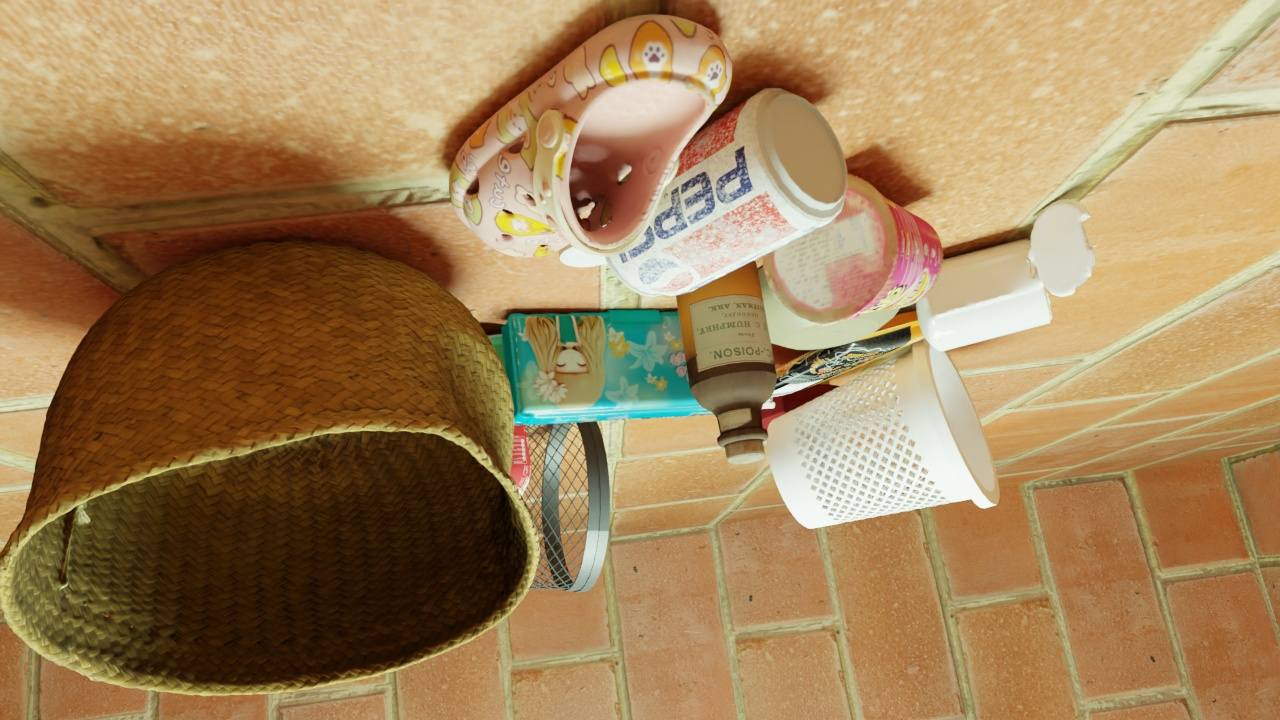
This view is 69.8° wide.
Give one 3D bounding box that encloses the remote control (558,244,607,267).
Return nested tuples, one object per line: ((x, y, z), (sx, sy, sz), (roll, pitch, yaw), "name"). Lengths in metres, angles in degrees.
((0.010, -0.087, 0.640), (0.136, 0.013, 0.043), (-10, 164, 8), "remote control")

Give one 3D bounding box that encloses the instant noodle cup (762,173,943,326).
((0.154, -0.073, 0.631), (0.098, 0.097, 0.108), (-21, 168, 39), "instant noodle cup")

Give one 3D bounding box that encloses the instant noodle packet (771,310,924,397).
((0.211, -0.005, 0.951), (0.159, 0.032, 0.221), (-14, 170, -35), "instant noodle packet")

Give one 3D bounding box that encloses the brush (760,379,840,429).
((0.178, 0.057, 1.166), (0.082, 0.041, 0.174), (4, 160, -36), "brush")

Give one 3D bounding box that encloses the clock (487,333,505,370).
((-0.134, 0.017, 0.838), (0.161, 0.075, 0.122), (-13, 168, -29), "clock")

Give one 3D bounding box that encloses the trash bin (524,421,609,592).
((-0.178, 0.164, 1.074), (0.227, 0.217, 0.218), (2, 162, -20), "trash bin")

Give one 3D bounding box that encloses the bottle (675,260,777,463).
((0.069, 0.001, 0.710), (0.068, 0.156, 0.068), (-7, 164, -2), "bottle")

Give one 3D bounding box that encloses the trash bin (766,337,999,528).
((0.260, 0.095, 1.020), (0.200, 0.195, 0.195), (-24, 159, 27), "trash bin")

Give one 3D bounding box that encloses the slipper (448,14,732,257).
((-0.030, -0.095, 0.474), (0.093, 0.081, 0.198), (5, 157, -36), "slipper")

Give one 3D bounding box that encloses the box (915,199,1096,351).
((0.289, -0.065, 0.736), (0.140, 0.083, 0.141), (-15, 157, 18), "box")

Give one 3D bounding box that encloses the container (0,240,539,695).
((-0.231, 0.071, 0.614), (0.306, 0.196, 0.308), (-13, 139, -12), "container")

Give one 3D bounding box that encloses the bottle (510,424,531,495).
((-0.136, 0.091, 0.950), (0.042, 0.141, 0.042), (-7, 164, -2), "bottle")

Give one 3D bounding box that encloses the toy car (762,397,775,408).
((0.106, 0.038, 1.081), (0.113, 0.039, 0.039), (0, 142, -22), "toy car")

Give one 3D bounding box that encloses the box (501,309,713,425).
((-0.005, 0.005, 0.803), (0.226, 0.094, 0.041), (-2, 161, -21), "box")

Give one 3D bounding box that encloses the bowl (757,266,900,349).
((0.158, -0.046, 0.785), (0.152, 0.050, 0.152), (-7, 164, -2), "bowl")

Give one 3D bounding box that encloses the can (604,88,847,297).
((0.044, -0.091, 0.526), (0.078, 0.078, 0.136), (7, 159, -41), "can")
